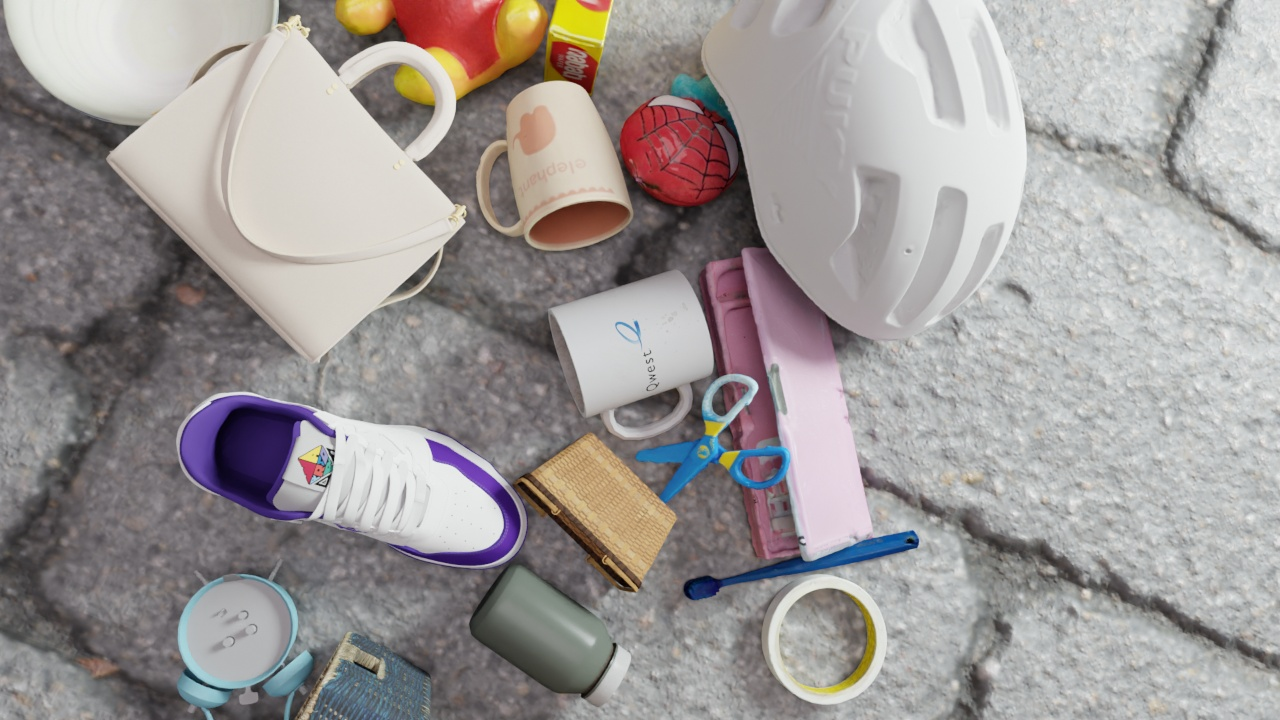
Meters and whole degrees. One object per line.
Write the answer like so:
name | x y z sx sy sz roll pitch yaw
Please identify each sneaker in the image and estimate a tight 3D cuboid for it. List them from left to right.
sneaker | -0.191 0.078 0.614 0.244 0.111 0.091 18 81 -7

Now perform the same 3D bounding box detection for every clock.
clock | -0.269 0.202 0.623 0.087 0.042 0.123 -7 83 -10

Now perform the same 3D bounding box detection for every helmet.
helmet | 0.170 -0.154 0.661 0.223 0.184 0.282 -11 96 -34

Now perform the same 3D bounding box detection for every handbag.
handbag | -0.206 -0.129 0.616 0.198 0.101 0.194 -42 109 -3

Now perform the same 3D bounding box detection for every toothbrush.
toothbrush | 0.125 0.157 0.702 0.190 0.017 0.016 -10 86 -10

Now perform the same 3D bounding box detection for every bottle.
bottle | -0.063 0.195 0.647 0.108 0.060 0.060 36 80 -3

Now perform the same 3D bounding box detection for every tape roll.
tape roll | 0.140 0.211 0.698 0.094 0.019 0.094 1 84 -8

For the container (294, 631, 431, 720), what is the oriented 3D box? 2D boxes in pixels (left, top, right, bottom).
container | -0.206 0.280 0.572 0.071 0.145 0.187 31 80 -8

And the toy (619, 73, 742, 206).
toy | 0.043 -0.174 0.706 0.092 0.062 0.132 44 67 -9

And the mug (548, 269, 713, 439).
mug | -0.004 0.004 0.674 0.096 0.083 0.120 -18 114 -11

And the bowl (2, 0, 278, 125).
bowl | -0.343 -0.243 0.652 0.176 0.058 0.176 1 84 -8

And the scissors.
scissors | 0.045 0.057 0.667 0.131 0.018 0.109 -8 84 30

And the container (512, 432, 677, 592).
container | -0.030 0.107 0.664 0.114 0.063 0.061 45 72 -2

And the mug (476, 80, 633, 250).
mug | -0.071 -0.140 0.679 0.112 0.085 0.104 -19 76 18

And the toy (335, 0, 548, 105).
toy | -0.164 -0.296 0.666 0.147 0.099 0.216 -30 90 -8

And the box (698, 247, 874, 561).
box | 0.116 0.028 0.684 0.099 0.080 0.232 -9 85 -9

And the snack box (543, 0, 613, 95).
snack box | -0.030 -0.312 0.691 0.042 0.092 0.200 14 82 -7
